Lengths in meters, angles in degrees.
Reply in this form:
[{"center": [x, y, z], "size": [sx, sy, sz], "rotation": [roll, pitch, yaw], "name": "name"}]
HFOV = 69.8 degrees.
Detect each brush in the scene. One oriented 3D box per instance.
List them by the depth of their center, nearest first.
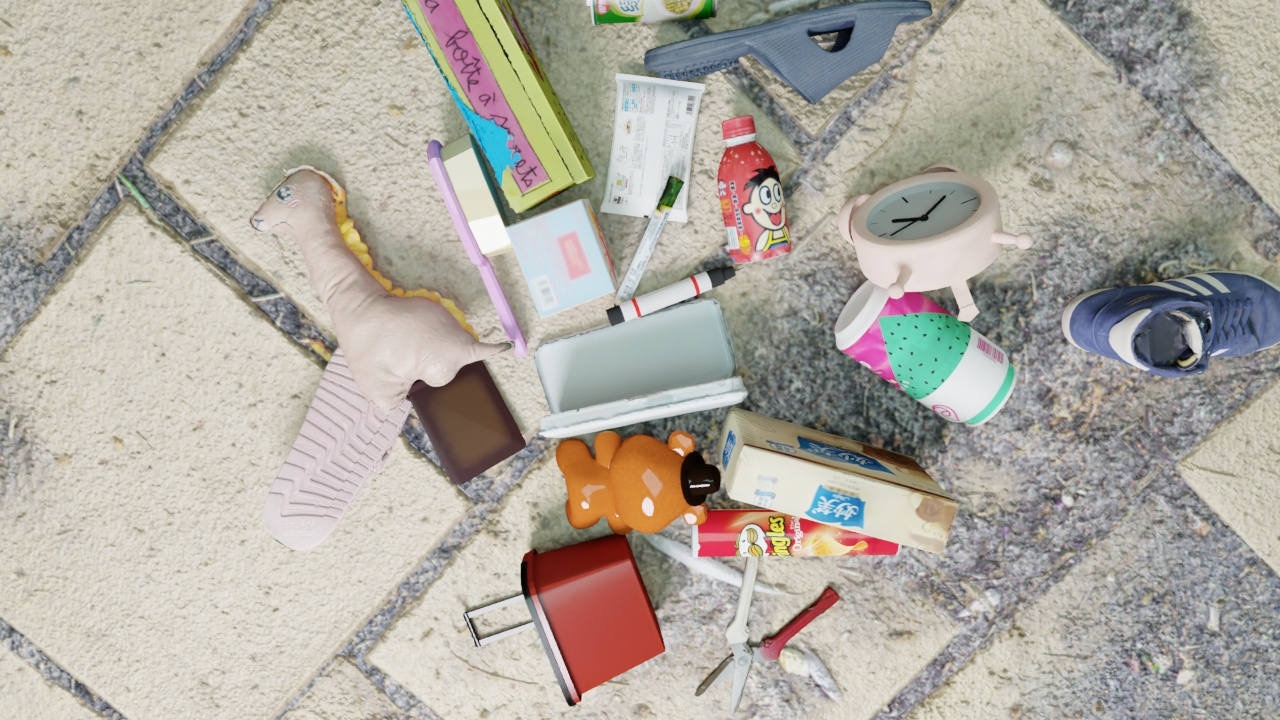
[{"center": [-0.145, -0.111, 0.904], "size": [0.043, 0.089, 0.229], "rotation": [-21, 112, 0], "name": "brush"}]

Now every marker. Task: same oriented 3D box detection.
[{"center": [0.007, -0.115, 0.914], "size": [0.017, 0.017, 0.147], "rotation": [24, 113, -3], "name": "marker"}, {"center": [0.036, -0.069, 0.928], "size": [0.145, 0.019, 0.019], "rotation": [-21, 100, -4], "name": "marker"}]

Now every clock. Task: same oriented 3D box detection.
[{"center": [0.268, -0.114, 0.859], "size": [0.131, 0.160, 0.086], "rotation": [-22, 130, 4], "name": "clock"}]

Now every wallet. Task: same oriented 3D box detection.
[{"center": [-0.181, 0.060, 0.946], "size": [0.091, 0.018, 0.115], "rotation": [-30, 98, -27], "name": "wallet"}]

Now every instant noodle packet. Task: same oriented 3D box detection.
[{"center": [0.012, -0.209, 0.905], "size": [0.087, 0.026, 0.134], "rotation": [7, 101, 0], "name": "instant noodle packet"}]

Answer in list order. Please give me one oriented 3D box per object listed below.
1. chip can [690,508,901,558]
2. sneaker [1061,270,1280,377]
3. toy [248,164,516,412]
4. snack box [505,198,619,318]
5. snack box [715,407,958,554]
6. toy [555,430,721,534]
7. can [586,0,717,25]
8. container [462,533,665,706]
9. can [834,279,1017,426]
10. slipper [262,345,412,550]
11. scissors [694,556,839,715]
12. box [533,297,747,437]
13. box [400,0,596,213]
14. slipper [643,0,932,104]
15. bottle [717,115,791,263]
[{"center": [0.161, 0.181, 0.964], "size": [0.215, 0.051, 0.052], "rotation": [-1, 101, 1], "name": "chip can"}, {"center": [0.547, -0.036, 0.879], "size": [0.233, 0.118, 0.091], "rotation": [0, 101, 1], "name": "sneaker"}, {"center": [-0.260, -0.084, 0.911], "size": [0.196, 0.065, 0.264], "rotation": [-22, 82, -11], "name": "toy"}, {"center": [-0.072, -0.102, 0.893], "size": [0.079, 0.094, 0.093], "rotation": [-20, 99, 4], "name": "snack box"}, {"center": [0.185, 0.113, 0.899], "size": [0.207, 0.153, 0.055], "rotation": [15, 100, -2], "name": "snack box"}, {"center": [-0.006, 0.127, 0.938], "size": [0.176, 0.096, 0.112], "rotation": [-2, 102, 30], "name": "toy"}, {"center": [0.010, -0.351, 0.857], "size": [0.121, 0.067, 0.067], "rotation": [-2, 101, 1], "name": "can"}, {"center": [-0.090, 0.273, 0.957], "size": [0.201, 0.127, 0.148], "rotation": [-20, 100, -2], "name": "container"}, {"center": [0.280, -0.010, 0.906], "size": [0.166, 0.088, 0.088], "rotation": [33, 100, -5], "name": "can"}, {"center": [-0.303, 0.081, 0.948], "size": [0.094, 0.064, 0.239], "rotation": [27, 84, -2], "name": "slipper"}, {"center": [0.130, 0.293, 1.006], "size": [0.196, 0.015, 0.179], "rotation": [-21, 101, 6], "name": "scissors"}, {"center": [-0.004, 0.023, 0.911], "size": [0.211, 0.105, 0.130], "rotation": [-17, 97, 4], "name": "box"}, {"center": [-0.125, -0.251, 0.853], "size": [0.083, 0.124, 0.221], "rotation": [-29, 98, 8], "name": "box"}, {"center": [0.137, -0.279, 0.859], "size": [0.264, 0.101, 0.082], "rotation": [-8, 108, 9], "name": "slipper"}, {"center": [0.106, -0.167, 0.894], "size": [0.062, 0.062, 0.137], "rotation": [-12, 102, 3], "name": "bottle"}]
